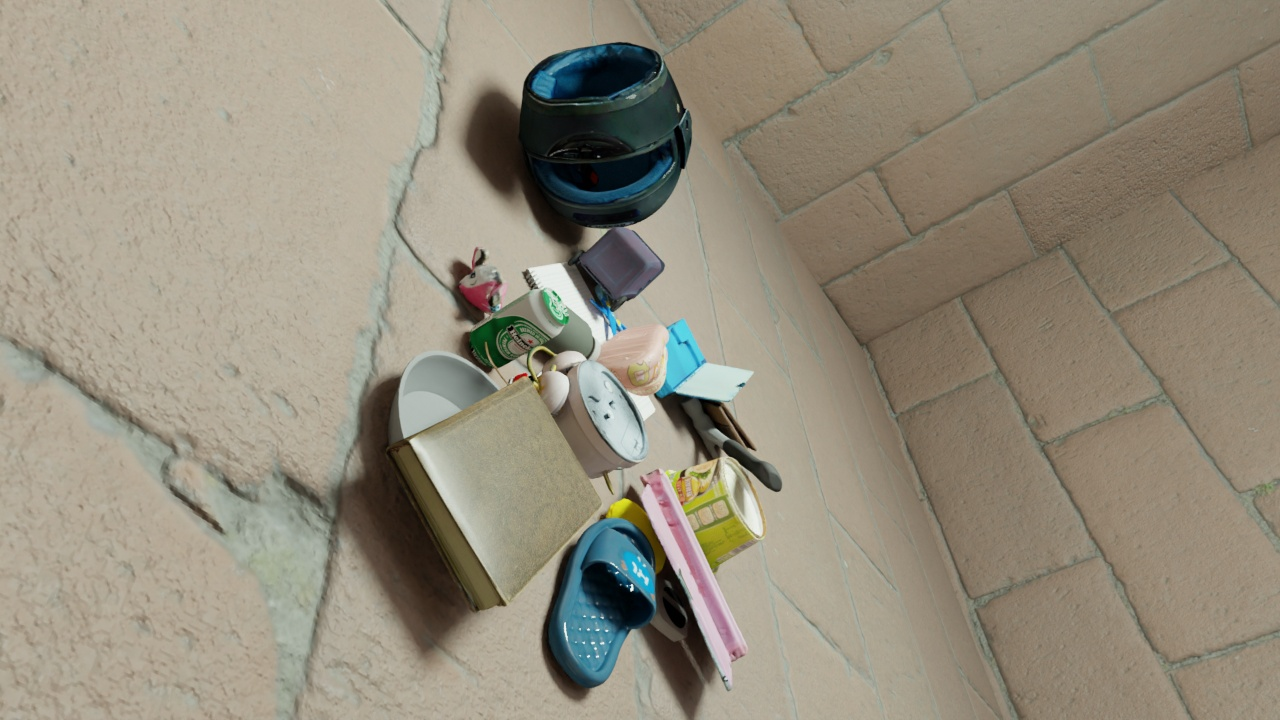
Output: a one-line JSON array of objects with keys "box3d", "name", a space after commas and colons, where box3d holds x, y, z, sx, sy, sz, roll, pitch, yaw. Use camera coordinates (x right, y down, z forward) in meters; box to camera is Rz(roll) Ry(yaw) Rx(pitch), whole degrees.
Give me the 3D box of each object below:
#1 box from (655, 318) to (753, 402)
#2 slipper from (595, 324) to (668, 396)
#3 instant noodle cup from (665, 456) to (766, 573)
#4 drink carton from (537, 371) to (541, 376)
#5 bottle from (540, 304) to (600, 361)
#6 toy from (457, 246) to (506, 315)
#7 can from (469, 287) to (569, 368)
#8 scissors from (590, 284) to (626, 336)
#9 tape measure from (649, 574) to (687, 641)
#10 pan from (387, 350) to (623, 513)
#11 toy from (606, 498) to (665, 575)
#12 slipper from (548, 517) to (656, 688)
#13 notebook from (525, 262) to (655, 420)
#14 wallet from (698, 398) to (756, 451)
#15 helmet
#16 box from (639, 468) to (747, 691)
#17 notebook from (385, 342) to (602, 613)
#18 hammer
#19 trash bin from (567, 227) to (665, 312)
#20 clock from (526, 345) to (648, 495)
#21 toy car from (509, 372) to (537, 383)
[{"box3d": [0.080, 0.016, 1.462, 0.170, 0.071, 0.243, 36, 18, 7], "name": "box"}, {"box3d": [-0.007, 0.007, 1.203, 0.197, 0.093, 0.081, -64, 144, -73], "name": "slipper"}, {"box3d": [0.096, 0.195, 1.199, 0.146, 0.098, 0.146, 50, 22, -29], "name": "instant noodle cup"}, {"box3d": [-0.074, 0.063, 1.061, 0.122, 0.039, 0.069, 63, 17, -15], "name": "drink carton"}, {"box3d": [-0.095, -0.032, 1.090, 0.108, 0.060, 0.060, 40, 28, -47], "name": "bottle"}, {"box3d": [-0.172, -0.080, 0.994, 0.066, 0.050, 0.102, 88, -19, -52], "name": "toy"}, {"box3d": [-0.127, -0.033, 0.944, 0.053, 0.101, 0.053, 50, 22, -29], "name": "can"}, {"box3d": [-0.045, -0.071, 1.325, 0.127, 0.015, 0.125, 62, 10, 27], "name": "scissors"}, {"box3d": [0.029, 0.279, 1.037, 0.065, 0.017, 0.064, 49, 23, -32], "name": "tape measure"}, {"box3d": [-0.114, 0.096, 0.874, 0.356, 0.051, 0.200, 19, 46, -63], "name": "pan"}, {"box3d": [-0.005, 0.199, 1.027, 0.095, 0.041, 0.094, 33, 31, -55], "name": "toy"}, {"box3d": [-0.029, 0.223, 0.888, 0.104, 0.059, 0.213, 54, 27, -9], "name": "slipper"}, {"box3d": [-0.061, -0.021, 1.234, 0.245, 0.013, 0.177, 61, 18, -1], "name": "notebook"}, {"box3d": [0.130, 0.103, 1.451, 0.098, 0.027, 0.121, 56, -12, -13], "name": "wallet"}, {"box3d": [-0.049, -0.305, 1.316, 0.315, 0.249, 0.236, -87, 172, -57], "name": "helmet"}, {"box3d": [0.061, 0.240, 1.050, 0.179, 0.039, 0.232, -73, 138, -88], "name": "box"}, {"box3d": [-0.122, 0.084, 0.771, 0.190, 0.035, 0.215, 60, 22, 0], "name": "notebook"}, {"box3d": [0.136, 0.132, 1.307, 0.125, 0.029, 0.311, 59, -7, -15], "name": "hammer"}, {"box3d": [-0.028, -0.137, 1.331, 0.094, 0.092, 0.160, 48, 9, 2], "name": "trash bin"}, {"box3d": [-0.059, 0.049, 0.925, 0.158, 0.059, 0.116, 53, 20, -14], "name": "clock"}, {"box3d": [-0.107, 0.053, 0.993, 0.089, 0.025, 0.038, 53, 21, -26], "name": "toy car"}]
